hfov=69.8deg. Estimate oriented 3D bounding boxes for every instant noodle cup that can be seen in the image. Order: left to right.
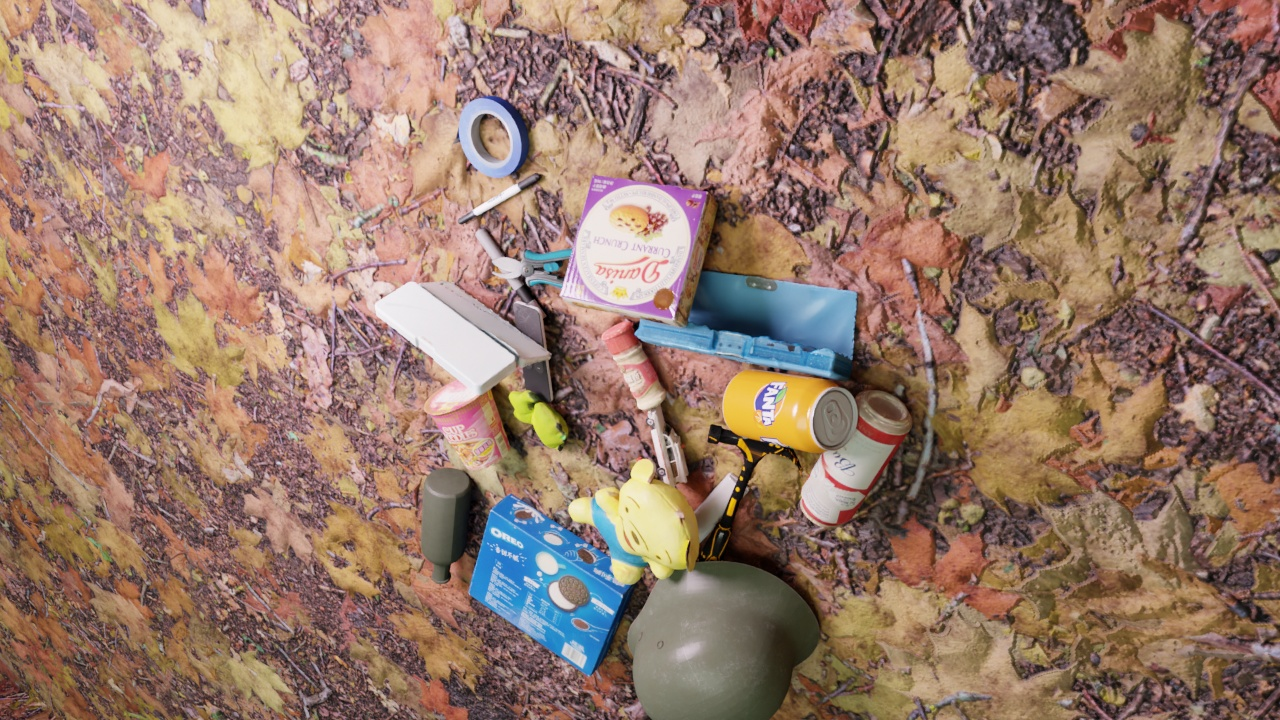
[{"bbox_3d":[-0.236,0.091,1.285,0.098,0.097,0.109,-4,119,32],"label":"instant noodle cup"}]

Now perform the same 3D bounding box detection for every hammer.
[{"bbox_3d":[0.110,0.212,1.166,0.123,0.036,0.321,15,126,0],"label":"hammer"}]

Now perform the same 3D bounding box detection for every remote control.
[{"bbox_3d":[-0.141,-0.010,1.210,0.045,0.008,0.147,20,130,31],"label":"remote control"},{"bbox_3d":[0.094,0.195,1.189,0.033,0.012,0.131,40,127,6],"label":"remote control"}]

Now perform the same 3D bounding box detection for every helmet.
[{"bbox_3d":[0.087,0.399,1.181,0.269,0.153,0.227,-29,110,35],"label":"helmet"}]

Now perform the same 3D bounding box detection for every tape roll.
[{"bbox_3d":[-0.177,-0.268,1.102,0.093,0.016,0.092,40,128,7],"label":"tape roll"}]

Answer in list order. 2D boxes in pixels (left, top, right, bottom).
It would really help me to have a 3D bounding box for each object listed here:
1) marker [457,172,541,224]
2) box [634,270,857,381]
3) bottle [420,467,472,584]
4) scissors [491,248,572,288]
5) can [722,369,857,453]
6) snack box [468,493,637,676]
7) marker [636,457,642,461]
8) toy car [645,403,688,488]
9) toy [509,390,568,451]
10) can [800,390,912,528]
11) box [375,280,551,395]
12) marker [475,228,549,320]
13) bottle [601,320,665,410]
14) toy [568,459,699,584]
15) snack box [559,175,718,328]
[{"bbox_3d":[-0.177,-0.200,1.143,0.152,0.011,0.011,-21,103,37],"label":"marker"},{"bbox_3d":[0.121,-0.048,1.018,0.232,0.094,0.102,11,91,27],"label":"box"},{"bbox_3d":[-0.304,0.265,1.426,0.071,0.071,0.207,24,124,18],"label":"bottle"},{"bbox_3d":[-0.113,-0.115,1.140,0.128,0.019,0.154,45,125,-3],"label":"scissors"},{"bbox_3d":[0.161,0.054,1.003,0.143,0.079,0.079,9,122,55],"label":"can"},{"bbox_3d":[-0.136,0.336,1.374,0.239,0.056,0.196,30,126,15],"label":"snack box"},{"bbox_3d":[0.029,0.191,1.227,0.013,0.012,0.142,-17,105,36],"label":"marker"},{"bbox_3d":[0.035,0.107,1.164,0.039,0.039,0.113,-8,111,12],"label":"toy car"},{"bbox_3d":[-0.136,0.080,1.250,0.094,0.036,0.094,20,139,33],"label":"toy"},{"bbox_3d":[0.237,0.112,1.025,0.067,0.067,0.171,31,127,13],"label":"can"},{"bbox_3d":[-0.223,-0.040,1.155,0.197,0.136,0.049,36,128,23],"label":"box"},{"bbox_3d":[-0.166,-0.109,1.181,0.016,0.016,0.140,-32,96,38],"label":"marker"},{"bbox_3d":[-0.007,0.007,1.131,0.044,0.044,0.109,-18,104,36],"label":"bottle"},{"bbox_3d":[0.005,0.211,1.178,0.149,0.083,0.215,54,147,2],"label":"toy"},{"bbox_3d":[-0.002,-0.122,1.015,0.143,0.040,0.148,13,86,24],"label":"snack box"}]
